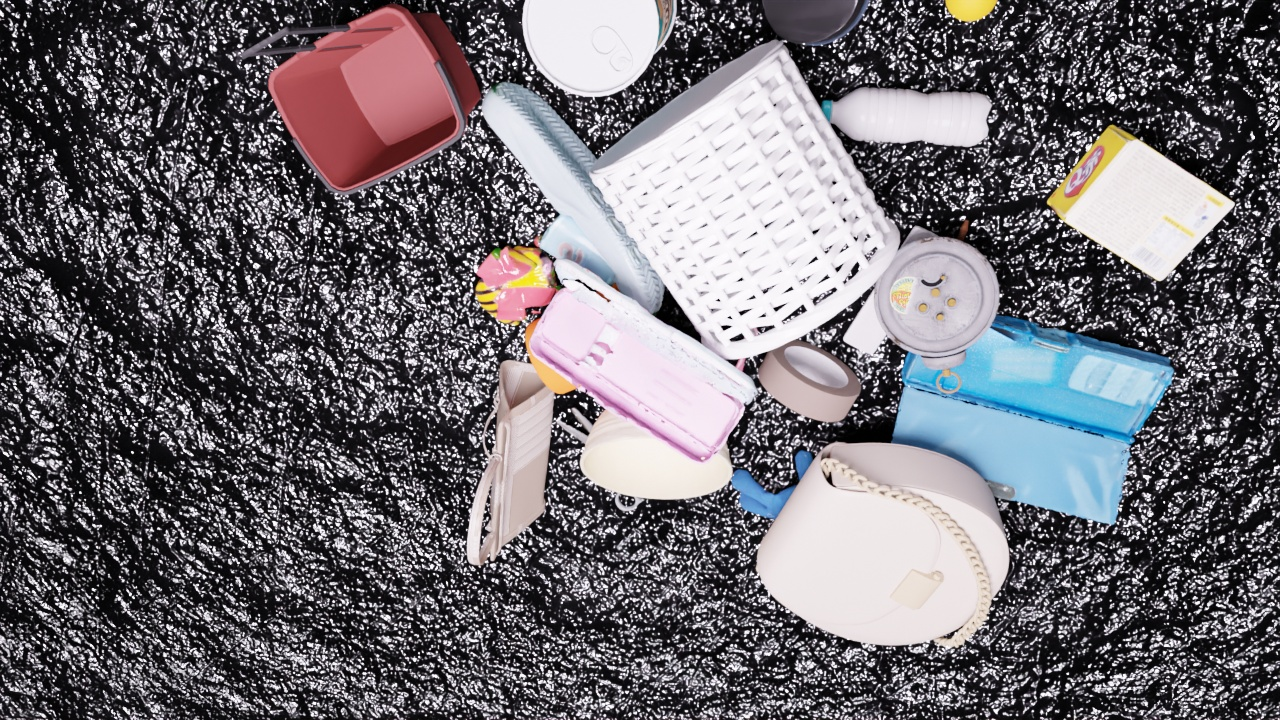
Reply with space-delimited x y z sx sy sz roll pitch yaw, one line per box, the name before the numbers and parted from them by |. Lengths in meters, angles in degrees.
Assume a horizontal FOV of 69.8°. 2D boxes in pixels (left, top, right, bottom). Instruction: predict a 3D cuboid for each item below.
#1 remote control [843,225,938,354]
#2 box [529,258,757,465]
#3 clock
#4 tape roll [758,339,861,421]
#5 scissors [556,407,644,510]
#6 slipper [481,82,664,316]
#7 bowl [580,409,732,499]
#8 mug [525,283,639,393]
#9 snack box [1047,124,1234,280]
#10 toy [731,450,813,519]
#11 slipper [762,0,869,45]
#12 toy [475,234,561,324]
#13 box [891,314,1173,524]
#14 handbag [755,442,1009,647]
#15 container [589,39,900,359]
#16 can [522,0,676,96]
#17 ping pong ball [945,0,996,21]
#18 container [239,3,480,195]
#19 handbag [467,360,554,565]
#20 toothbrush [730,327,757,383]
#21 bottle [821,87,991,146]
remote control | 0.238 -0.065 0.865 0.033 0.012 0.131 26 117 -3
box | -0.003 0.002 0.789 0.201 0.101 0.111 34 100 8
clock | 0.263 -0.044 0.816 0.104 0.056 0.148 -10 96 14
tape roll | 0.161 0.018 0.873 0.093 0.093 0.030 23 117 -4
scissors | -0.013 0.105 0.989 0.131 0.014 0.153 -10 118 14
slipper | -0.062 -0.138 0.827 0.074 0.103 0.245 -34 101 24
bowl | 0.017 0.077 0.922 0.151 0.075 0.151 3 151 2
mug | -0.043 -0.010 0.905 0.096 0.077 0.112 -24 133 19
snack box | 0.419 -0.134 0.777 0.105 0.061 0.084 30 117 -7
toy | 0.182 0.130 0.945 0.176 0.070 0.113 -9 126 12
slipper | 0.143 -0.375 0.693 0.109 0.083 0.265 3 102 39
toy | -0.120 -0.075 0.898 0.084 0.046 0.104 38 121 -26
box | 0.364 0.047 0.881 0.232 0.060 0.175 15 102 1
handbag | 0.236 0.176 0.886 0.208 0.103 0.211 20 125 -6
container | 0.085 -0.130 0.757 0.190 0.189 0.187 -29 108 20
can | -0.027 -0.273 0.725 0.099 0.143 0.099 3 117 6
ping pong ball | 0.264 -0.292 0.731 0.040 0.040 0.040 3 117 6
container | -0.225 -0.215 0.752 0.148 0.200 0.127 -21 111 17
handbag | -0.136 0.124 0.912 0.062 0.197 0.176 10 118 3
toothbrush | 0.093 0.025 0.931 0.021 0.016 0.135 17 117 -1
bottle | 0.222 -0.207 0.778 0.136 0.044 0.044 5 117 6
